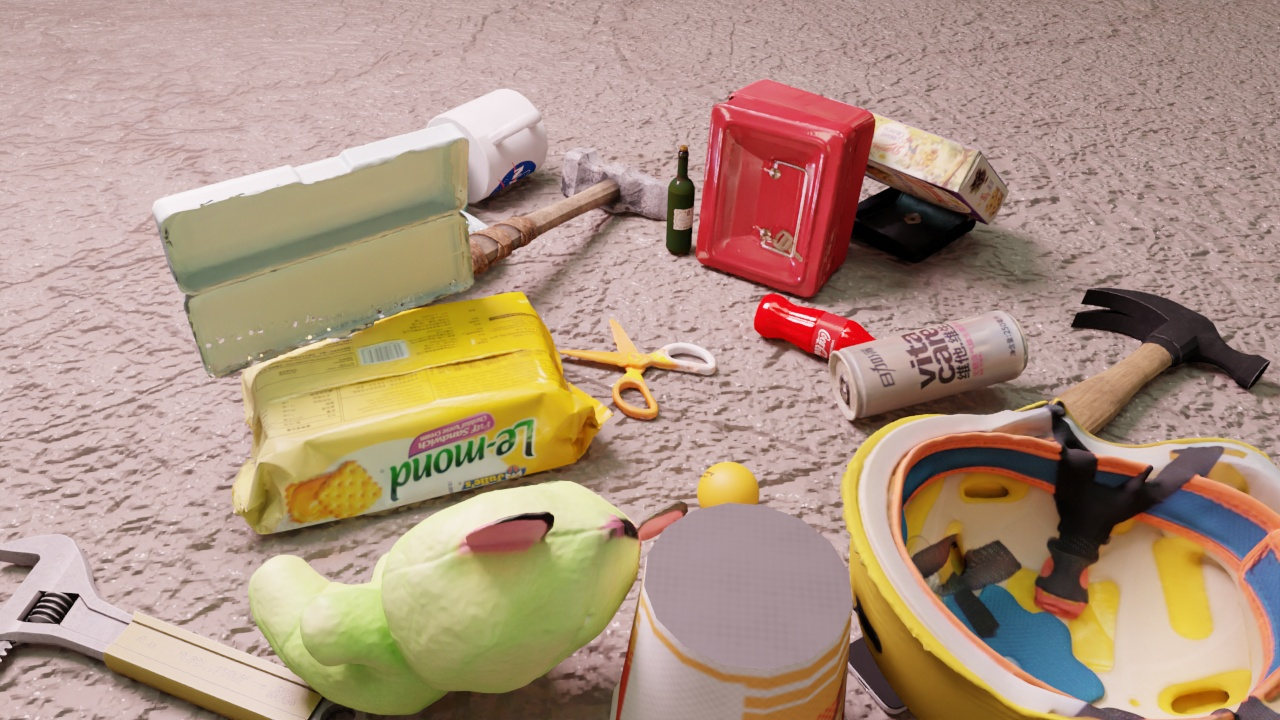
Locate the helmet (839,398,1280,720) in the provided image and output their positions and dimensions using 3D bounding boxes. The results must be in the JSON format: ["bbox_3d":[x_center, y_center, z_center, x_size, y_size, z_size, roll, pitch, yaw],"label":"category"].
[{"bbox_3d":[0.207,0.132,0.455,0.240,0.140,0.208,11,38,9],"label":"helmet"}]

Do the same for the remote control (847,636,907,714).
[{"bbox_3d":[0.186,0.156,0.532,0.146,0.008,0.045,-18,42,-23],"label":"remote control"}]

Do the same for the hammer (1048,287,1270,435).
[{"bbox_3d":[0.331,0.028,0.683,0.304,0.040,0.132,-26,48,-30],"label":"hammer"}]

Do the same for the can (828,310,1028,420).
[{"bbox_3d":[0.213,0.003,0.680,0.135,0.054,0.054,-13,39,-6],"label":"can"}]

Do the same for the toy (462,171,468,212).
[{"bbox_3d":[-0.204,-0.180,0.902,0.105,0.085,0.033,26,15,32],"label":"toy"}]

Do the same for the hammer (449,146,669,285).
[{"bbox_3d":[-0.084,-0.124,0.816,0.121,0.049,0.317,24,32,19],"label":"hammer"}]

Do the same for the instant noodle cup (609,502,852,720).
[{"bbox_3d":[0.047,0.146,0.449,0.123,0.121,0.123,1,38,-1],"label":"instant noodle cup"}]

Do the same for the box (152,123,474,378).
[{"bbox_3d":[-0.202,-0.075,0.604,0.196,0.135,0.041,-24,54,-28],"label":"box"}]

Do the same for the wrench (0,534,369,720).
[{"bbox_3d":[-0.268,0.158,0.508,0.273,0.018,0.083,13,39,15],"label":"wrench"}]

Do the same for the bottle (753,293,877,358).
[{"bbox_3d":[0.151,-0.020,0.737,0.119,0.036,0.036,22,42,23],"label":"bottle"}]

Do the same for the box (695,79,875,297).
[{"bbox_3d":[0.126,-0.153,0.812,0.129,0.158,0.092,26,39,26],"label":"box"}]

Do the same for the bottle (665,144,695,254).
[{"bbox_3d":[0.037,-0.147,0.840,0.025,0.106,0.025,1,38,-1],"label":"bottle"}]

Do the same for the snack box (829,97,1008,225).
[{"bbox_3d":[0.250,-0.181,0.842,0.148,0.040,0.143,30,12,29],"label":"snack box"}]

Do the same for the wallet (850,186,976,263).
[{"bbox_3d":[0.260,-0.133,0.894,0.114,0.026,0.089,-28,47,-34],"label":"wallet"}]

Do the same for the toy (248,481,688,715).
[{"bbox_3d":[-0.087,0.120,0.458,0.197,0.107,0.150,-15,-15,34],"label":"toy"}]

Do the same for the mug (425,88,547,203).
[{"bbox_3d":[-0.148,-0.223,0.931,0.122,0.091,0.089,-15,18,47],"label":"mug"}]

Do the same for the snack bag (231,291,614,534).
[{"bbox_3d":[-0.159,0.023,0.645,0.247,0.068,0.159,-12,38,-16],"label":"snack bag"}]

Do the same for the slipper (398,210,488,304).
[{"bbox_3d":[-0.223,-0.088,0.776,0.104,0.074,0.244,31,29,21],"label":"slipper"}]

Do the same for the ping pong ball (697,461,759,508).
[{"bbox_3d":[0.057,0.086,0.593,0.040,0.040,0.040,1,38,-1],"label":"ping pong ball"}]

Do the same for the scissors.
[{"bbox_3d":[0.002,0.001,0.725,0.128,0.011,0.125,-10,40,-16],"label":"scissors"}]
